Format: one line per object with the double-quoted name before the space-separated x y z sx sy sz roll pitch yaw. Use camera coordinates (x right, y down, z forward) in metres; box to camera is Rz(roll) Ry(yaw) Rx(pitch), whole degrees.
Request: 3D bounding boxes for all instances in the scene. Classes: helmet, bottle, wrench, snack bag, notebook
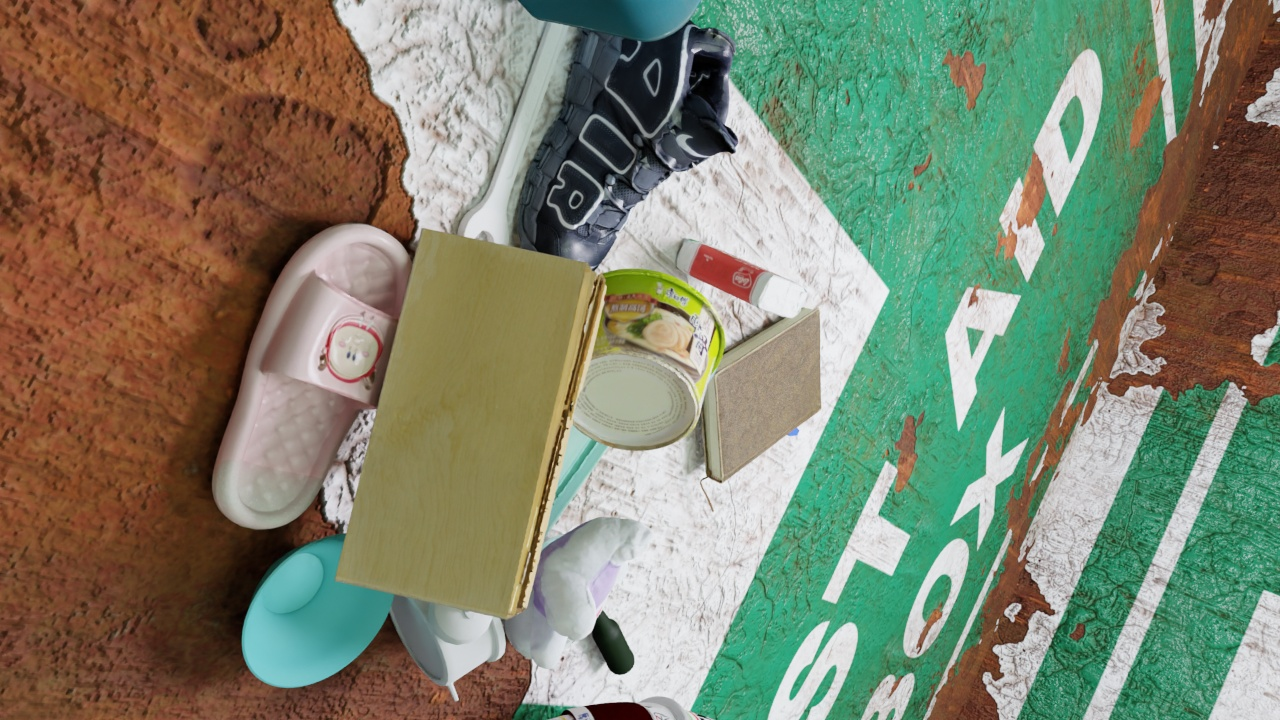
"helmet" -0.069 0.469 0.894 0.236 0.231 0.314 19 98 -18
"bottle" -0.036 0.303 1.012 0.033 0.033 0.123 -45 137 -27
"wrench" -0.084 -0.203 0.714 0.047 0.009 0.273 15 96 -53
"snack bag" 0.100 -0.082 0.913 0.077 0.116 0.036 11 106 -52
"notebook" 0.147 0.055 1.094 0.214 0.034 0.190 -28 123 -40

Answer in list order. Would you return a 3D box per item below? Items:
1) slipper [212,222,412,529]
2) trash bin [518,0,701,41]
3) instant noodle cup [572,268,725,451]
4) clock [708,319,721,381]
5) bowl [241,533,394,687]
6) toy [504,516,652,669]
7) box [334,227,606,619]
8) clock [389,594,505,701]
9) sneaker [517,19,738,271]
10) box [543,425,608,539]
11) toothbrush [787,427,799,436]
"slipper" -0.217 0.014 0.627 0.106 0.056 0.221 26 89 -55
"trash bin" -0.042 -0.335 0.562 0.196 0.199 0.218 -60 149 -9
"instant noodle cup" -0.005 0.005 0.777 0.097 0.146 0.146 -77 158 -46
"clock" 0.025 0.004 0.889 0.124 0.089 0.051 -64 149 -8
"bowl" -0.246 0.175 0.680 0.120 0.046 0.121 -26 127 -41
"toy" -0.068 0.207 0.831 0.137 0.085 0.210 -54 179 -27
"box" -0.116 0.044 0.648 0.092 0.128 0.249 39 63 -76
"clock" -0.159 0.194 0.742 0.060 0.120 0.159 -27 138 -34
"sneaker" 0.005 -0.161 0.727 0.097 0.151 0.252 10 102 -53
"box" -0.100 0.111 0.840 0.112 0.078 0.187 40 73 -22
"toothbrush" 0.149 0.071 1.139 0.186 0.011 0.016 22 90 -50
